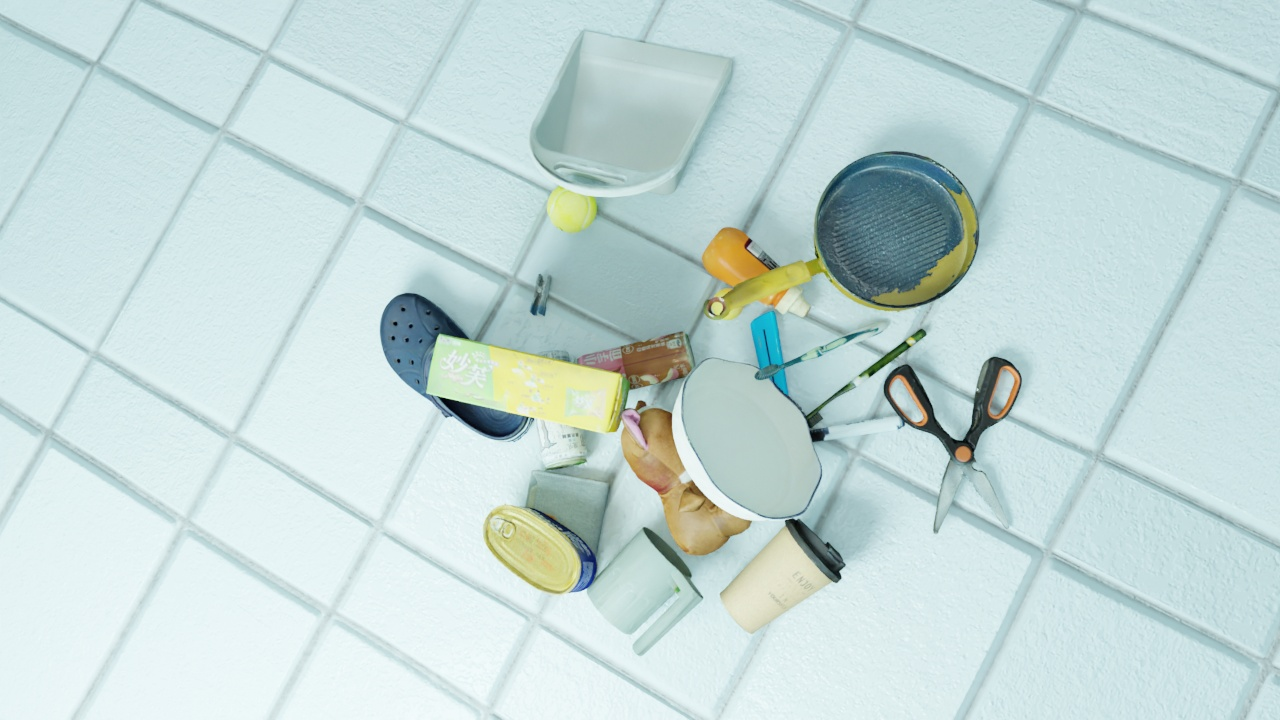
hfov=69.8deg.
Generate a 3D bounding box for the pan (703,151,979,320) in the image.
[{"bbox_3d":[0.238,-0.126,1.107,0.357,0.078,0.197,-25,80,-1],"label":"pan"}]

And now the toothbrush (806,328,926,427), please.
[{"bbox_3d":[0.278,0.022,1.132,0.186,0.012,0.017,-37,84,2],"label":"toothbrush"}]

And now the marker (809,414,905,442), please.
[{"bbox_3d":[0.256,0.086,1.121,0.131,0.022,0.018,-10,106,9],"label":"marker"}]

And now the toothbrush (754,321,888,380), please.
[{"bbox_3d":[0.222,-0.014,1.112,0.191,0.018,0.016,-21,72,-16],"label":"toothbrush"}]

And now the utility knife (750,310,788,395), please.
[{"bbox_3d":[0.172,0.049,1.142,0.034,0.018,0.223,-11,82,9],"label":"utility knife"}]

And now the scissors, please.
[{"bbox_3d":[0.378,0.090,1.097,0.232,0.022,0.221,38,86,5],"label":"scissors"}]

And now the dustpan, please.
[{"bbox_3d":[-0.023,-0.313,1.165,0.223,0.142,0.257,15,86,11],"label":"dustpan"}]

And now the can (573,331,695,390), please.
[{"bbox_3d":[-0.007,0.007,1.156,0.147,0.058,0.058,-14,80,7],"label":"can"}]

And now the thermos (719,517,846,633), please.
[{"bbox_3d":[0.166,0.254,1.080,0.143,0.093,0.093,-42,78,8],"label":"thermos"}]

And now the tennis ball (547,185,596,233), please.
[{"bbox_3d":[-0.089,-0.199,1.196,0.065,0.065,0.065,-1,81,9],"label":"tennis ball"}]

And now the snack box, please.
[{"bbox_3d":[-0.123,0.030,1.058,0.210,0.157,0.070,12,87,3],"label":"snack box"}]

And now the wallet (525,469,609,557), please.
[{"bbox_3d":[-0.102,0.208,1.154,0.106,0.037,0.129,9,83,10],"label":"wallet"}]

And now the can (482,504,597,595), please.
[{"bbox_3d":[-0.121,0.227,1.107,0.148,0.049,0.074,27,92,27],"label":"can"}]

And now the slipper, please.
[{"bbox_3d":[-0.247,0.014,1.179,0.253,0.095,0.105,41,87,9],"label":"slipper"}]

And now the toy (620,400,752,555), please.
[{"bbox_3d":[0.052,0.128,1.086,0.130,0.140,0.199,-41,84,-1],"label":"toy"}]

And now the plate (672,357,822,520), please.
[{"bbox_3d":[0.119,0.094,1.056,0.046,0.204,0.205,-42,74,40],"label":"plate"}]

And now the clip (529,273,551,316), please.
[{"bbox_3d":[-0.130,-0.087,1.209,0.036,0.025,0.058,6,79,17],"label":"clip"}]

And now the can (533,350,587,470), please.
[{"bbox_3d":[-0.107,0.062,1.164,0.058,0.058,0.146,-12,80,7],"label":"can"}]

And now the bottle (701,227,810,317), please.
[{"bbox_3d":[0.149,-0.104,1.148,0.149,0.067,0.066,37,89,5],"label":"bottle"}]

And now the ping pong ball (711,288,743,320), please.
[{"bbox_3d":[0.110,-0.071,1.157,0.040,0.040,0.040,-1,81,9],"label":"ping pong ball"}]

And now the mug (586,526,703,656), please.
[{"bbox_3d":[0.006,0.276,1.091,0.103,0.083,0.124,-45,41,3],"label":"mug"}]
